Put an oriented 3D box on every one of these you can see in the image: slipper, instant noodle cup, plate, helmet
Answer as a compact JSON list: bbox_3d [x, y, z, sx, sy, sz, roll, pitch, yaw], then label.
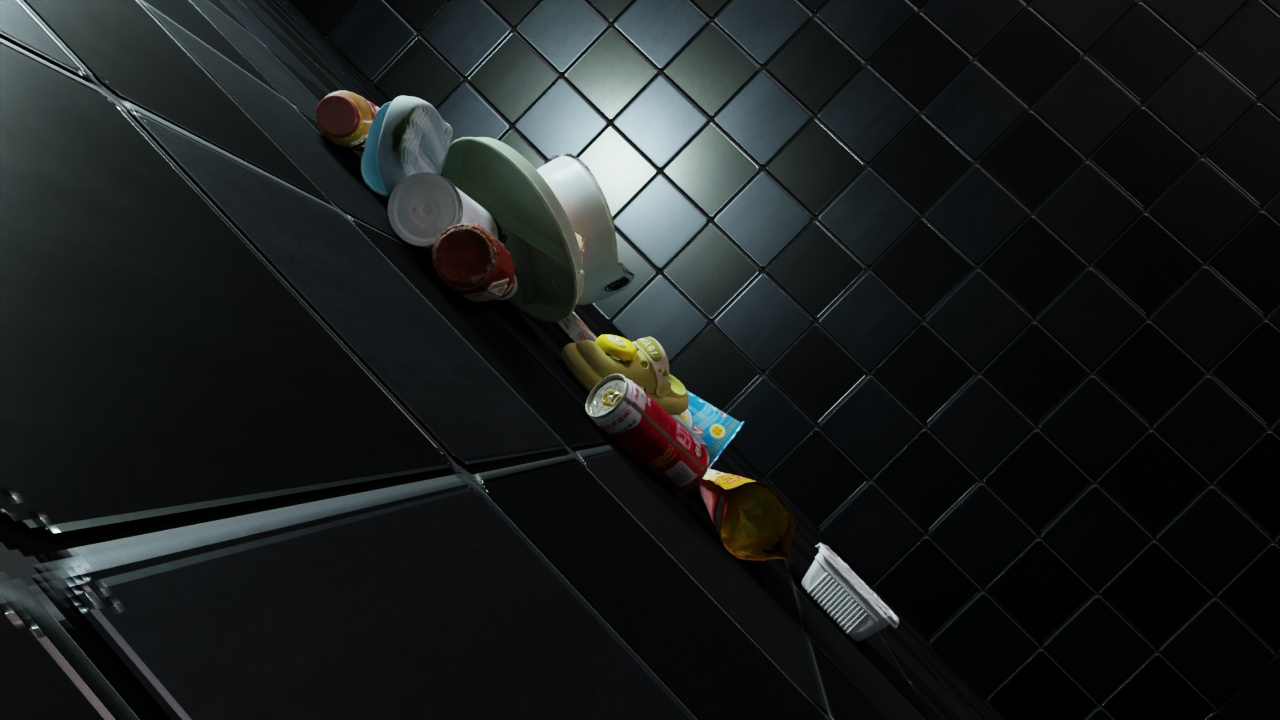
[{"bbox_3d":[-0.006,0.006,1.065,0.190,0.082,0.091,20,18,-43],"label":"slipper"},{"bbox_3d":[0.067,0.089,1.229,0.110,0.099,0.099,36,1,8],"label":"instant noodle cup"},{"bbox_3d":[0.271,0.312,1.209,0.138,0.060,0.173,46,4,20],"label":"instant noodle cup"},{"bbox_3d":[-0.239,-0.207,0.911,0.074,0.104,0.245,18,0,-8],"label":"slipper"},{"bbox_3d":[-0.141,-0.146,1.027,0.230,0.027,0.231,36,-33,28],"label":"plate"},{"bbox_3d":[-0.123,-0.184,1.377,0.229,0.145,0.259,63,-8,5],"label":"helmet"}]

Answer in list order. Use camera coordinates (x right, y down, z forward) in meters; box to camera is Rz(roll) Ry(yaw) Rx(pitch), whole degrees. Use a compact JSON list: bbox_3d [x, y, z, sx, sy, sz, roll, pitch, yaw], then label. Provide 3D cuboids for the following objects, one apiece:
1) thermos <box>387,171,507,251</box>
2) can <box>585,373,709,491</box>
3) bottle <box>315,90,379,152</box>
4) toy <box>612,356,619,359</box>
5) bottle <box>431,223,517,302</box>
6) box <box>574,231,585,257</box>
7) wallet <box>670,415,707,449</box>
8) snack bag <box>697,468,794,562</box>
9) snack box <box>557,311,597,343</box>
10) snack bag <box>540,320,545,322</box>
[{"bbox_3d":[-0.188,-0.134,0.917,0.073,0.073,0.224,45,2,1],"label":"thermos"},{"bbox_3d":[0.008,0.070,0.877,0.132,0.053,0.053,43,3,-33],"label":"can"},{"bbox_3d":[-0.311,-0.257,0.991,0.057,0.057,0.175,44,2,-11],"label":"bottle"},{"bbox_3d":[0.011,0.039,1.319,0.156,0.049,0.161,16,-45,49],"label":"toy"},{"bbox_3d":[-0.145,-0.082,0.853,0.060,0.060,0.206,45,-1,1],"label":"bottle"},{"bbox_3d":[-0.154,-0.164,1.167,0.168,0.078,0.091,29,30,-17],"label":"box"},{"bbox_3d":[0.012,0.070,1.137,0.129,0.037,0.106,45,14,31],"label":"wallet"},{"bbox_3d":[0.102,0.162,0.980,0.128,0.073,0.208,44,-5,-1],"label":"snack bag"},{"bbox_3d":[-0.116,-0.065,1.465,0.084,0.027,0.157,43,2,-45],"label":"snack box"},{"bbox_3d":[-0.145,-0.084,1.157,0.048,0.026,0.104,-12,-43,42],"label":"snack bag"}]
